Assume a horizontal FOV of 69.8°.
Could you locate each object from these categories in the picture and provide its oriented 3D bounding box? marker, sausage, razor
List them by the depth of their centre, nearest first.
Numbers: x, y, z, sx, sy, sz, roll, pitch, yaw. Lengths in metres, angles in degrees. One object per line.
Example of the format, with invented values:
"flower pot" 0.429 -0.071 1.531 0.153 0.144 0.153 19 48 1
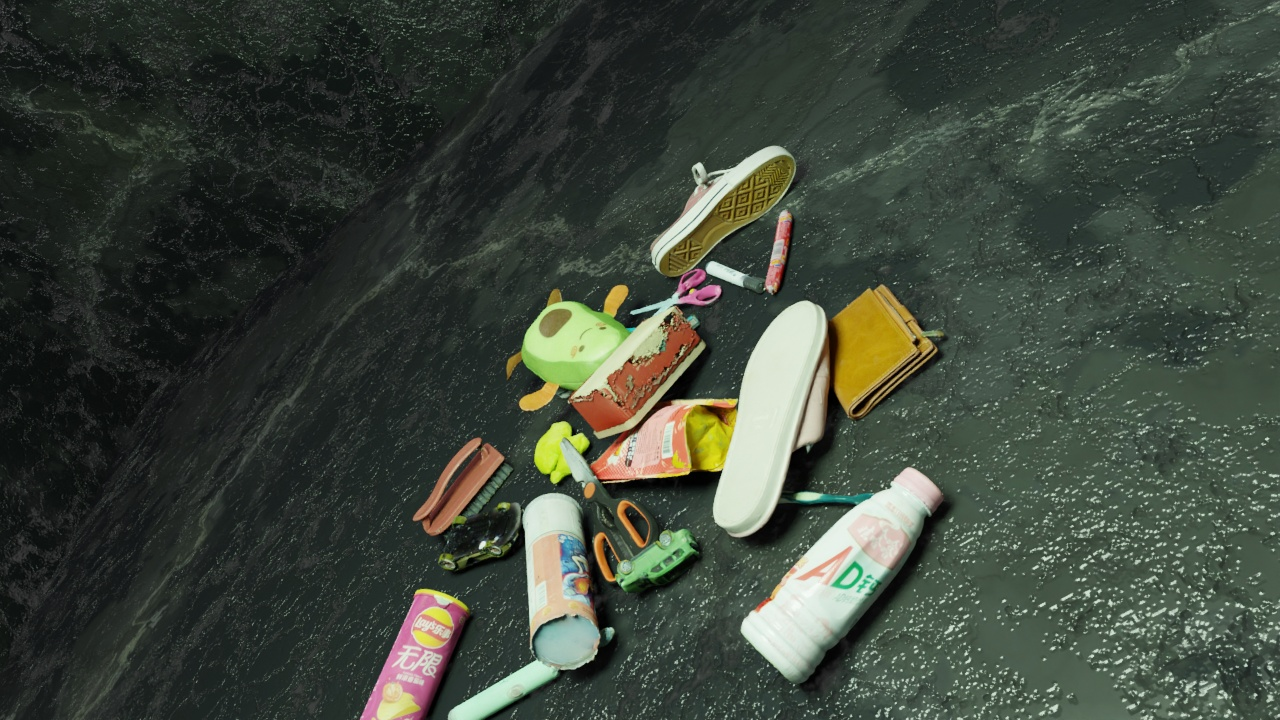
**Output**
"sausage" 0.176 -0.139 1.155 0.020 0.020 0.155 -20 40 38
"marker" 0.123 -0.109 1.190 0.022 0.018 0.131 -26 27 -16
"razor" 0.019 -0.038 1.223 0.133 0.028 0.043 -2 31 46

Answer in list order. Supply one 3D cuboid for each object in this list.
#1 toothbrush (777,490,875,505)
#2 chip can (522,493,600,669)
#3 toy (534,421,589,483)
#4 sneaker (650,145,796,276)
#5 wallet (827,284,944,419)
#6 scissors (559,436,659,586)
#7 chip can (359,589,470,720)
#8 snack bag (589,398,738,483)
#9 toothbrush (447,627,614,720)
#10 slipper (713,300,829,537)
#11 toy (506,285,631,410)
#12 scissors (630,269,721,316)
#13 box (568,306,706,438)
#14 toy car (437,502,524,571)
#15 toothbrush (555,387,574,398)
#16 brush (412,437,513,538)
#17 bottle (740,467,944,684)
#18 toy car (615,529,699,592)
"toothbrush" 0.154 0.133 0.871 0.192 0.018 0.016 -8 48 50
"chip can" -0.087 0.228 0.977 0.071 0.071 0.214 -41 24 10
"toy" -0.107 0.119 1.195 0.100 0.031 0.096 -14 45 42
"sneaker" 0.102 -0.219 1.264 0.242 0.118 0.087 -40 51 22
"wallet" 0.233 -0.018 0.926 0.119 0.035 0.130 -40 31 15
"scissors" -0.037 0.146 1.034 0.137 0.021 0.234 -41 46 30
"chip can" -0.269 0.376 1.057 0.072 0.071 0.210 -16 43 41
"snack bag" 0.020 0.091 1.044 0.208 0.073 0.128 -13 37 55
"toothbrush" -0.114 0.332 0.959 0.225 0.026 0.027 -35 14 19
"slipper" 0.141 0.056 0.924 0.114 0.054 0.273 -28 35 51
"toy" -0.091 -0.019 1.243 0.247 0.090 0.226 17 66 46
"scissors" 0.048 -0.086 1.233 0.133 0.017 0.125 -14 36 22
"box" -0.007 0.007 1.101 0.092 0.079 0.167 -23 20 53
"toy car" -0.203 0.228 1.175 0.159 0.042 0.070 -23 38 36
"toothbrush" -0.044 0.015 1.257 0.181 0.018 0.015 -25 37 29
"brush" -0.248 0.178 1.264 0.145 0.069 0.063 -52 30 -9
"bottle" 0.171 0.172 0.755 0.197 0.068 0.068 -45 30 -6
"toy car" 0.018 0.205 0.924 0.091 0.043 0.036 -33 55 7
